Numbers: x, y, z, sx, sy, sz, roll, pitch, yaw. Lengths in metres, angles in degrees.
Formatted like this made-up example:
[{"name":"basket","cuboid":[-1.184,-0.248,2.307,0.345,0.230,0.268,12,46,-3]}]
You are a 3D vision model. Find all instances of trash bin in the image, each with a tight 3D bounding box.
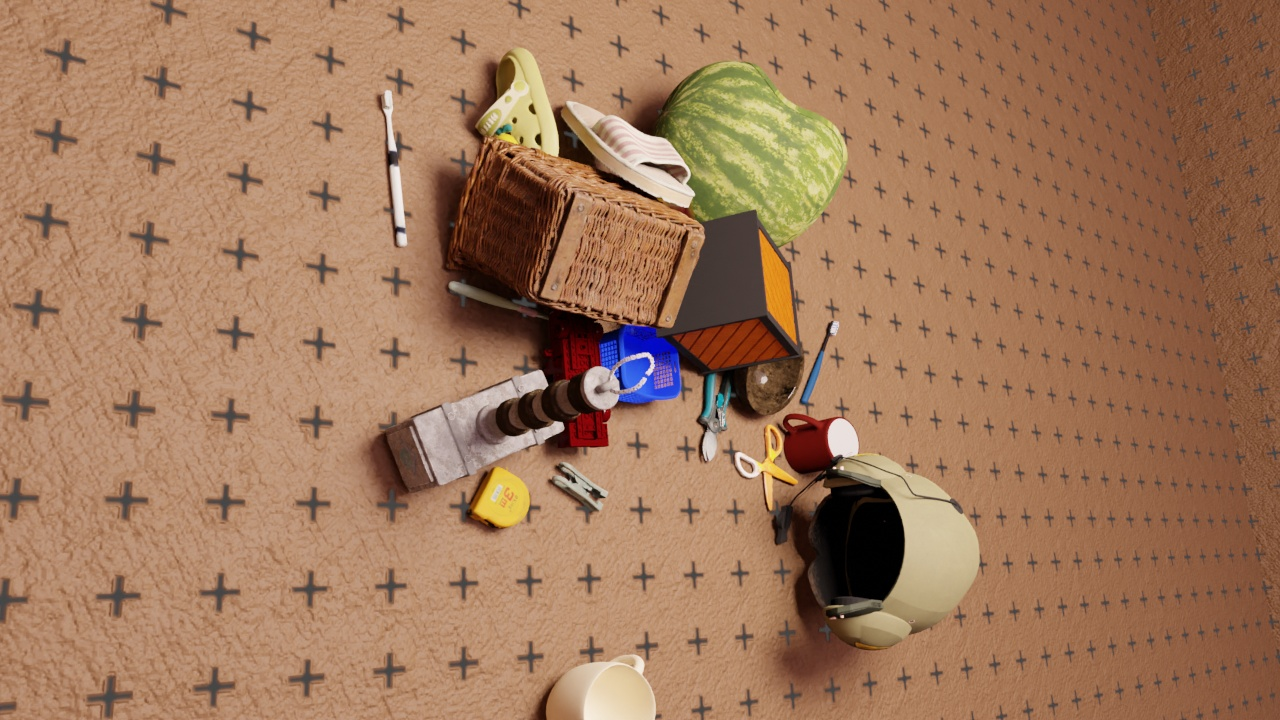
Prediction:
[{"name":"trash bin","cuboid":[0.114,-0.082,1.195,0.171,0.140,0.139,35,48,-61]}]

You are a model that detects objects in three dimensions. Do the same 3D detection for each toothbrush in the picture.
[{"name":"toothbrush","cuboid":[-0.282,-0.220,1.049,0.012,0.017,0.186,-5,80,-19]},{"name":"toothbrush","cuboid":[0.282,0.002,1.439,0.167,0.014,0.014,-63,150,-31]},{"name":"toothbrush","cuboid":[-0.161,-0.069,1.104,0.154,0.015,0.022,17,33,-35]}]

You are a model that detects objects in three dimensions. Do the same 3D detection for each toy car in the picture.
[{"name":"toy car","cuboid":[-0.081,0.023,1.111,0.070,0.062,0.169,4,75,-38]}]

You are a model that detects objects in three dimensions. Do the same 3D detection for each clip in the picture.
[{"name":"clip","cuboid":[-0.074,0.153,1.107,0.076,0.023,0.044,41,54,-25]}]

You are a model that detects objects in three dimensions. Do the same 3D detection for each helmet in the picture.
[{"name":"helmet","cuboid":[0.312,0.255,1.219,0.232,0.256,0.250,15,70,-32]},{"name":"helmet","cuboid":[0.127,-0.272,1.261,0.247,0.213,0.243,38,75,-22]}]

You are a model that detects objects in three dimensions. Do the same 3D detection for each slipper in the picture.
[{"name":"slipper","cuboid":[-0.014,-0.273,1.154,0.115,0.052,0.263,9,29,-40]},{"name":"slipper","cuboid":[-0.157,-0.297,1.126,0.081,0.092,0.190,-3,76,-37]}]

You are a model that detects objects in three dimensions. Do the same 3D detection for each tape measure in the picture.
[{"name":"tape measure","cuboid":[-0.156,0.158,1.034,0.059,0.030,0.068,39,59,-24]}]

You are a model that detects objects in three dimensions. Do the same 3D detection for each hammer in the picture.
[{"name":"hammer","cuboid":[-0.107,0.050,0.908,0.176,0.327,0.079,-22,92,-40]}]

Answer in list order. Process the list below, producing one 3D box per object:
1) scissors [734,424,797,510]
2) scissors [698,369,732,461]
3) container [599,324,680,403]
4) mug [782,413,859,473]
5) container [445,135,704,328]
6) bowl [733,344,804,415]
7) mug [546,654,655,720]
[{"name":"scissors","cuboid":[0.180,0.152,1.317,0.131,0.011,0.125,11,70,-34]},{"name":"scissors","cuboid":[0.108,0.067,1.279,0.145,0.019,0.133,-27,94,-41]},{"name":"container","cuboid":[-0.007,0.007,1.168,0.114,0.058,0.096,10,71,-49]},{"name":"mug","cuboid":[0.255,0.114,1.341,0.105,0.083,0.073,47,54,-19]},{"name":"container","cuboid":[-0.063,-0.134,1.055,0.249,0.183,0.162,10,107,-36]},{"name":"bowl","cuboid":[0.174,0.013,1.314,0.121,0.056,0.121,-15,114,-37]},{"name":"mug","cuboid":[-0.045,0.376,1.016,0.096,0.100,0.119,50,51,-14]}]
